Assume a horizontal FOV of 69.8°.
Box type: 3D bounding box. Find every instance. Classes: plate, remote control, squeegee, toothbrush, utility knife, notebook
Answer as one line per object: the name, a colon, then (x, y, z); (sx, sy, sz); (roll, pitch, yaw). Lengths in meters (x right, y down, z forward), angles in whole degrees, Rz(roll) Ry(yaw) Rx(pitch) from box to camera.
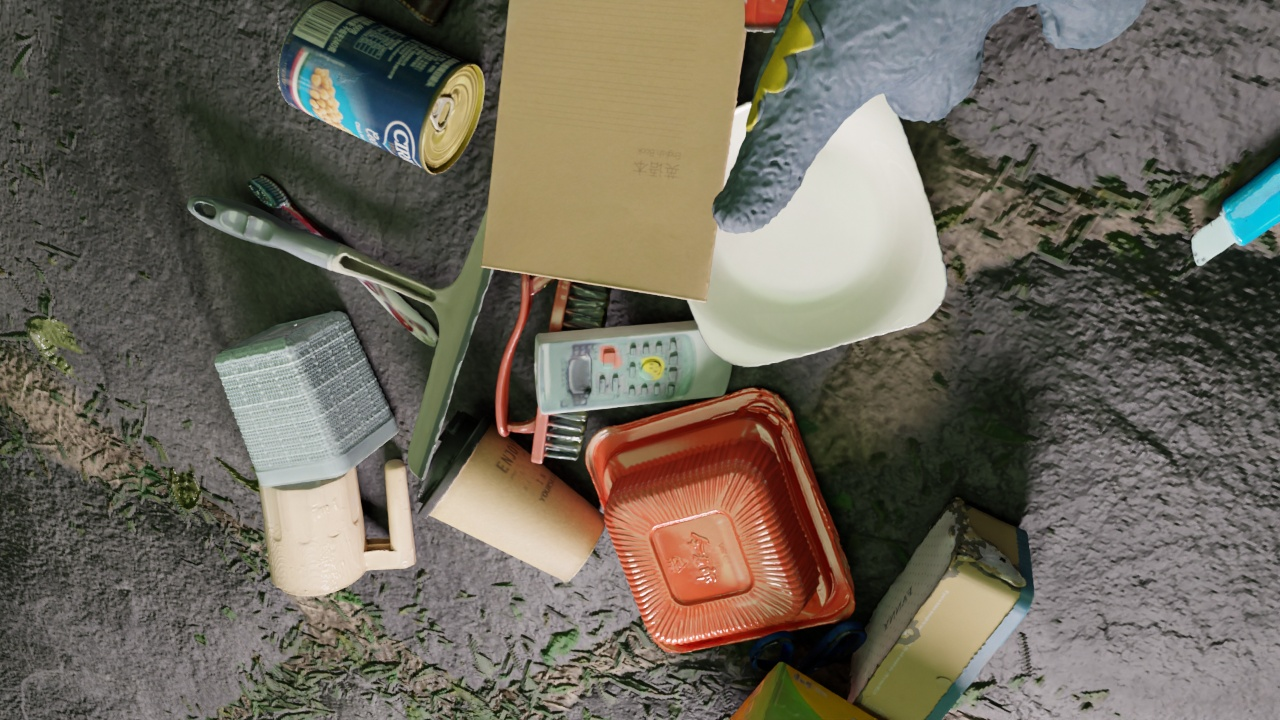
plate: (0.096, -0.084, 0.573); (0.165, 0.034, 0.164); (-15, 108, 25)
remote control: (-0.004, 0.004, 0.621); (0.135, 0.019, 0.056); (-5, 119, -13)
squeegee: (-0.220, -0.073, 0.674); (0.247, 0.039, 0.246); (21, 99, 11)
toothbrush: (-0.227, -0.075, 0.703); (0.187, 0.017, 0.016); (43, 117, -3)
utility knife: (0.361, -0.109, 0.475); (0.034, 0.018, 0.167); (42, 122, -4)
notebook: (-0.016, -0.151, 0.556); (0.149, 0.012, 0.211); (10, 99, 15)

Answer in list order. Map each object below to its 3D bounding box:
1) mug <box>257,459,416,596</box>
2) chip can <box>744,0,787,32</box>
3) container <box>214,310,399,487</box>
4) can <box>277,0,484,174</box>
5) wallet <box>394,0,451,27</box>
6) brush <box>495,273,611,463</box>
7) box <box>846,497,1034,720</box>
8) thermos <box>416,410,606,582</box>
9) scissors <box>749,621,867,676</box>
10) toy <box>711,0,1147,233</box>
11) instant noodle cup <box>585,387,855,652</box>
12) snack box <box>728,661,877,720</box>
mug: (-0.260, 0.134, 0.787); (0.124, 0.084, 0.104); (-2, 115, -6)
chip can: (0.080, -0.282, 0.461); (0.073, 0.073, 0.217); (3, 115, 19)
container: (-0.265, 0.028, 0.727); (0.090, 0.089, 0.111); (-10, 108, 23)
can: (-0.169, -0.179, 0.598); (0.111, 0.075, 0.075); (26, 120, 7)
wallet: (-0.135, -0.287, 0.569); (0.096, 0.020, 0.123); (41, 119, -2)
brush: (-0.064, -0.002, 0.653); (0.069, 0.063, 0.146); (11, 117, 0)
box: (0.200, 0.189, 0.637); (0.059, 0.089, 0.185); (24, 123, 8)
thermos: (-0.101, 0.107, 0.709); (0.143, 0.092, 0.093); (34, 121, -7)
scissors: (0.106, 0.240, 0.695); (0.146, 0.012, 0.170); (22, 128, -36)
toy: (0.172, -0.193, 0.430); (0.356, 0.091, 0.138); (-27, 113, 8)
instant noodle cup: (0.050, 0.124, 0.653); (0.165, 0.079, 0.189); (-19, 95, 20)
snack box: (0.117, 0.331, 0.664); (0.158, 0.069, 0.211); (30, 131, 6)
